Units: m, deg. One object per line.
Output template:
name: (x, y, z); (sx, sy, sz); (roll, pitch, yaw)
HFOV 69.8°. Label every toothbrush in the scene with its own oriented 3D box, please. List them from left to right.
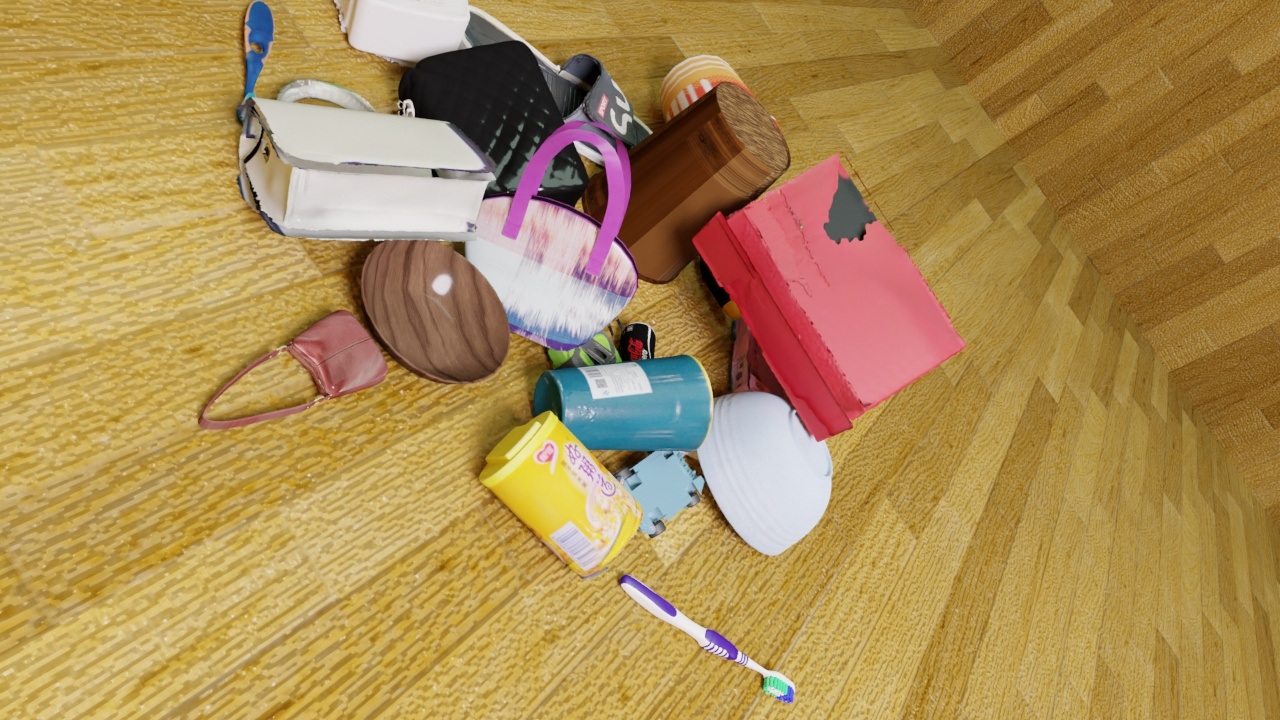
toothbrush: (-0.282, -0.223, 0.671); (0.021, 0.017, 0.134); (20, 48, -37)
toothbrush: (0.065, -0.128, 0.988); (0.030, 0.031, 0.196); (-6, 62, -37)
toothbrush: (0.054, 0.215, 0.701); (0.186, 0.015, 0.016); (38, 43, -21)

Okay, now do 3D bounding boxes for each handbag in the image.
handbag: (-0.212, 0.011, 0.554); (0.055, 0.029, 0.119); (53, 40, 2)
handbag: (-0.204, -0.144, 0.647); (0.151, 0.074, 0.176); (-5, 41, -39)
handbag: (-0.132, -0.173, 0.768); (0.124, 0.115, 0.153); (-14, 75, -28)
handbag: (-0.057, -0.098, 0.683); (0.144, 0.170, 0.067); (24, 39, -2)

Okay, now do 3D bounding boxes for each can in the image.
can: (-0.054, 0.092, 0.632); (0.105, 0.068, 0.067); (47, 36, -11)
can: (-0.005, 0.005, 0.792); (0.031, 0.032, 0.080); (34, 40, -26)

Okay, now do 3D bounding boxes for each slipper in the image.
slipper: (-0.071, -0.275, 0.924); (0.263, 0.063, 0.111); (25, 44, -31)

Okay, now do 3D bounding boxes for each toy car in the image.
toy car: (0.008, 0.104, 0.727); (0.060, 0.028, 0.107); (57, 33, 3)

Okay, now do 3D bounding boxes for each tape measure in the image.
tape measure: (-0.042, -0.002, 0.750); (0.058, 0.036, 0.065); (49, 35, -9)

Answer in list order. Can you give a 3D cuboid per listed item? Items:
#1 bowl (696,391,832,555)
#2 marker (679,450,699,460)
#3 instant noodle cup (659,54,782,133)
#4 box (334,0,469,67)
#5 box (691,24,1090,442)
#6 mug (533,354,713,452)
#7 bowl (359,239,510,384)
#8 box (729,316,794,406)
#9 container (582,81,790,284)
bowl: (0.120, 0.087, 0.809); (0.150, 0.075, 0.150); (42, 31, -33)
marker: (0.020, 0.065, 0.784); (0.133, 0.017, 0.020); (27, 80, -34)
instant noodle cup: (0.083, -0.277, 1.062); (0.123, 0.124, 0.121); (17, 42, -41)
box: (-0.215, -0.297, 0.796); (0.102, 0.102, 0.108); (1, 54, -29)
box: (0.148, -0.057, 0.702); (0.213, 0.128, 0.425); (60, -3, 5)
mug: (-0.016, 0.035, 0.701); (0.121, 0.078, 0.078); (-1, 61, -29)
bowl: (-0.150, -0.029, 0.649); (0.119, 0.032, 0.119); (29, 42, -31)
box: (0.147, -0.027, 0.967); (0.084, 0.063, 0.229); (37, 38, -22)
container: (0.048, -0.173, 0.881); (0.132, 0.168, 0.132); (30, 42, -31)
